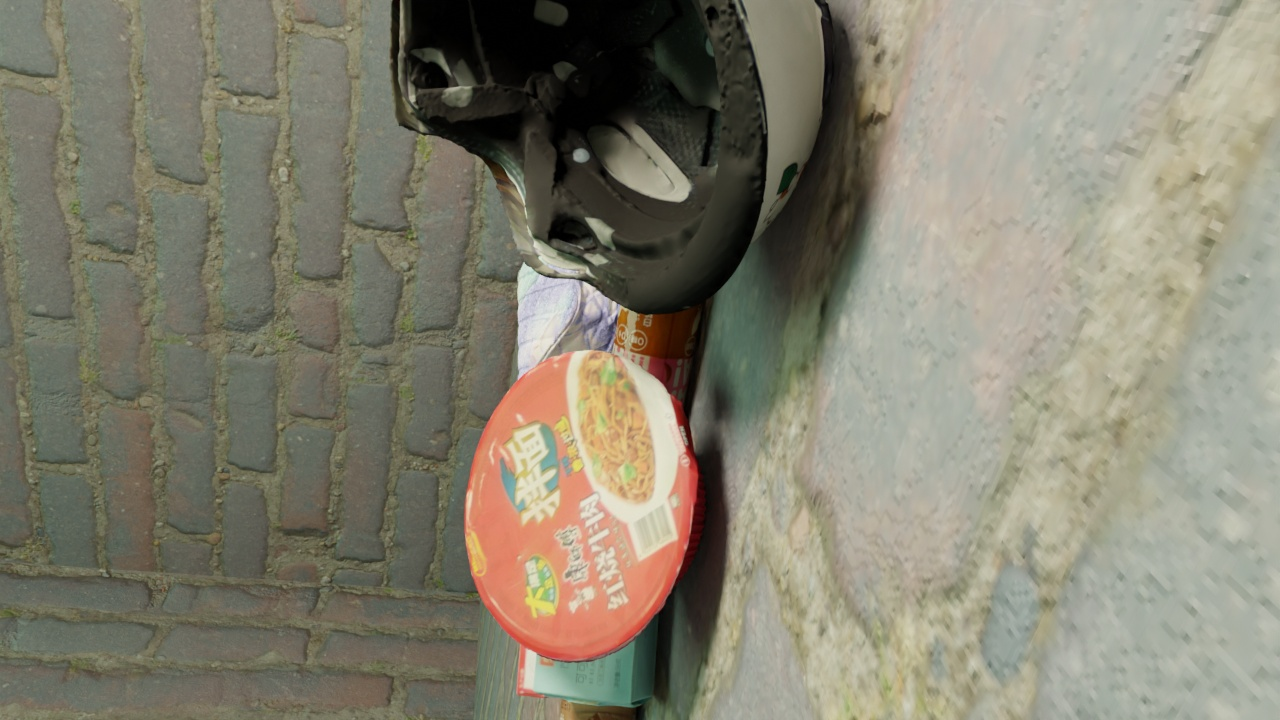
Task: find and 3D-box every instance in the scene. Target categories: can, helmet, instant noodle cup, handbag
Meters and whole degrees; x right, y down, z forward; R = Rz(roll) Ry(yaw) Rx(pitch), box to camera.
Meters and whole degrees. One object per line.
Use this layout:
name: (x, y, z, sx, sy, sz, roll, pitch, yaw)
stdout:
can: (-0.029, 0.233, 0.703, 0.059, 0.058, 0.116, 135, 140, -73)
helmet: (-0.005, -0.167, 0.480, 0.156, 0.274, 0.231, -35, -23, -37)
instant noodle cup: (-0.027, 0.093, 0.594, 0.194, 0.065, 0.193, -11, 72, 38)
can: (0.011, -0.020, 0.646, 0.058, 0.058, 0.147, -116, 34, -71)
handbag: (-0.069, -0.047, 0.877, 0.134, 0.075, 0.193, -50, 29, 32)

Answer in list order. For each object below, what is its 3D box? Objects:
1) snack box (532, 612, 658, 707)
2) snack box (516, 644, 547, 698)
snack box: (-0.027, 0.154, 0.662, 0.051, 0.074, 0.174, 38, -126, -67)
snack box: (-0.058, 0.231, 0.759, 0.153, 0.025, 0.075, 36, -125, -69)
